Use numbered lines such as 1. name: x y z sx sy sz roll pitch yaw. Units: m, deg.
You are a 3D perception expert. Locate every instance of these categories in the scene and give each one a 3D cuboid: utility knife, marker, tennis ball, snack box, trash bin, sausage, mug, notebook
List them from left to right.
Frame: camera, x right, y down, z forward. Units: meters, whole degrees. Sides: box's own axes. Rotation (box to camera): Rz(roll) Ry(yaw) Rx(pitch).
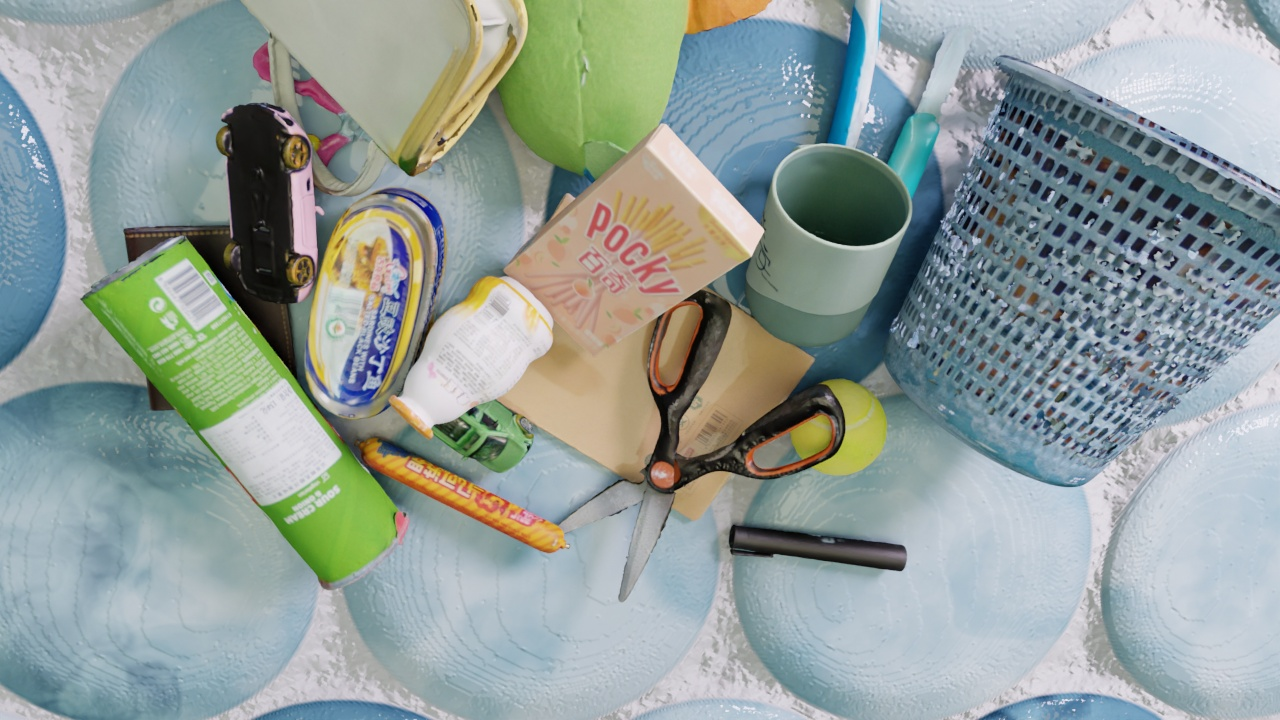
1. sausage: -0.123 0.094 0.635 0.165 0.021 0.021 27 101 -5
2. snack box: -0.010 -0.065 0.549 0.084 0.026 0.158 44 139 -14
3. notebook: -0.004 0.004 0.634 0.207 0.008 0.148 32 100 -11
4. mug: 0.109 -0.077 0.575 0.082 0.111 0.106 -6 147 -8
5. marker: 0.130 0.139 0.674 0.132 0.020 0.022 8 93 -6
6. tennis ball: 0.135 0.046 0.626 0.065 0.065 0.065 -1 105 -4
7. utility knife: 0.174 -0.119 0.612 0.029 0.013 0.210 18 105 -7
8. trash bin: 0.259 -0.042 0.552 0.226 0.226 0.195 25 114 -10

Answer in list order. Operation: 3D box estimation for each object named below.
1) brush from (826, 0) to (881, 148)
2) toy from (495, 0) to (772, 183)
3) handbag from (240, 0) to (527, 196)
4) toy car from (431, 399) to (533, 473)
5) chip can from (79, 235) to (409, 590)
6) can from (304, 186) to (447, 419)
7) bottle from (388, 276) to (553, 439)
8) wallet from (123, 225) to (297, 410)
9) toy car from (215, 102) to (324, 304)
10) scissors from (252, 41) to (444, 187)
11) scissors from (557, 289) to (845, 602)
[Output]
1. brush: 0.131 -0.264 0.554 0.109 0.060 0.315 18 105 -12
2. toy: -0.035 -0.222 0.531 0.227 0.089 0.247 1 109 4
3. handbag: -0.163 -0.183 0.518 0.163 0.063 0.179 46 127 1
4. toy car: -0.115 0.042 0.618 0.091 0.036 0.043 37 114 -16
5. chip can: -0.242 0.036 0.579 0.072 0.072 0.236 -30 111 3
6. can: -0.170 -0.037 0.589 0.074 0.049 0.148 16 103 -9
7. bottle: -0.107 -0.001 0.574 0.063 0.063 0.108 47 74 -14
8. wallet: -0.278 -0.028 0.600 0.096 0.020 0.122 -2 107 -5
9. toy car: -0.221 -0.093 0.554 0.056 0.037 0.122 13 114 14
10. scissors: -0.187 -0.155 0.576 0.133 0.017 0.128 -26 102 -2
11. scissors: 0.034 0.063 0.614 0.222 0.021 0.221 3 97 18
